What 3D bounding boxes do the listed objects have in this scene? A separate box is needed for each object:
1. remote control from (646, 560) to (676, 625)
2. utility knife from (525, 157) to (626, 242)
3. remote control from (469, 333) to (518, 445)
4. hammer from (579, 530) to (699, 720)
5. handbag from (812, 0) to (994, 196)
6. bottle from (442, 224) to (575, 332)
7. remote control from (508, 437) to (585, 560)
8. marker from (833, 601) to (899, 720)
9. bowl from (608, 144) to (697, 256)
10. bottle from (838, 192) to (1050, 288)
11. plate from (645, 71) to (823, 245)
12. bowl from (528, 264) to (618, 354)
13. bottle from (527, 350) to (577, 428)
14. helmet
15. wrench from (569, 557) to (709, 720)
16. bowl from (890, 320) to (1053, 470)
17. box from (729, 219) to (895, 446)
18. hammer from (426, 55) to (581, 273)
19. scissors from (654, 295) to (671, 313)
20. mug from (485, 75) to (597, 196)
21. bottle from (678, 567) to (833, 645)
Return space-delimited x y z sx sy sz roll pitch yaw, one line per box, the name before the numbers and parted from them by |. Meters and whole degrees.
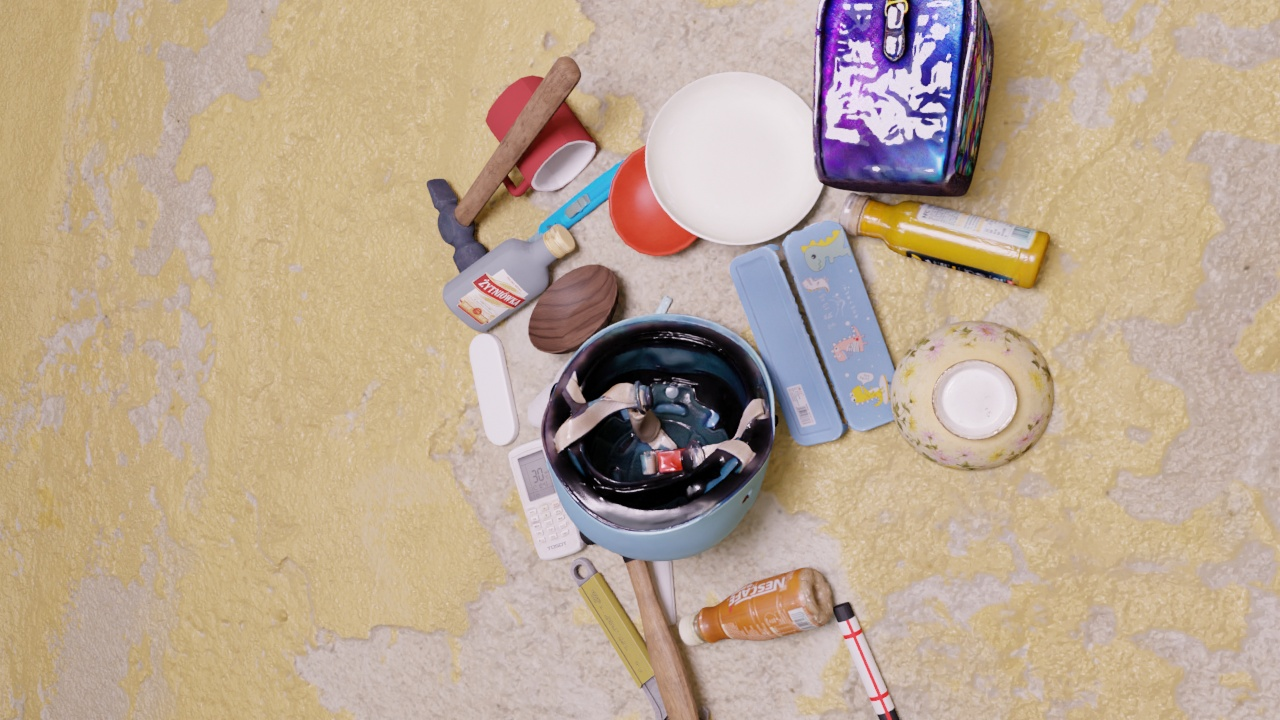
remote control | 0.018 0.226 1.012 0.033 0.012 0.131 -5 88 25
utility knife | -0.076 -0.170 1.050 0.198 0.015 0.031 -35 73 22
remote control | -0.176 0.034 1.099 0.043 0.013 0.136 -15 84 24
hammer | 0.026 0.300 0.965 0.133 0.040 0.305 -30 73 41
handbag | 0.237 -0.258 0.807 0.126 0.204 0.222 8 101 24
bottle | -0.146 -0.099 1.054 0.161 0.072 0.046 -32 34 22
remote control | -0.107 0.159 1.062 0.060 0.025 0.138 -21 82 24
marker | 0.228 0.313 0.912 0.019 0.019 0.145 -26 80 23
bowl | 0.027 -0.172 0.990 0.122 0.035 0.122 0 91 25
bottle | 0.281 -0.117 0.864 0.186 0.053 0.053 20 99 23
plate | 0.096 -0.201 0.933 0.182 0.034 0.182 0 81 0
bowl | -0.068 -0.050 1.020 0.119 0.032 0.119 -22 46 24
bottle | -0.074 0.024 1.034 0.044 0.044 0.136 48 109 17
helmet | 0.017 0.080 0.910 0.225 0.167 0.264 11 52 8
wrench | -0.002 0.339 1.019 0.084 0.018 0.273 -41 74 20
bowl | 0.304 0.034 0.841 0.145 0.063 0.145 0 90 17
box | 0.173 -0.024 0.904 0.127 0.039 0.209 -19 95 25
hammer | -0.149 -0.218 0.994 0.323 0.040 0.129 -37 75 50
scissors | -0.004 0.006 1.021 0.065 0.033 0.174 29 106 26
mug | -0.122 -0.244 1.036 0.117 0.080 0.096 -42 74 26
bottle | 0.113 0.261 0.944 0.168 0.059 0.059 -26 80 31
